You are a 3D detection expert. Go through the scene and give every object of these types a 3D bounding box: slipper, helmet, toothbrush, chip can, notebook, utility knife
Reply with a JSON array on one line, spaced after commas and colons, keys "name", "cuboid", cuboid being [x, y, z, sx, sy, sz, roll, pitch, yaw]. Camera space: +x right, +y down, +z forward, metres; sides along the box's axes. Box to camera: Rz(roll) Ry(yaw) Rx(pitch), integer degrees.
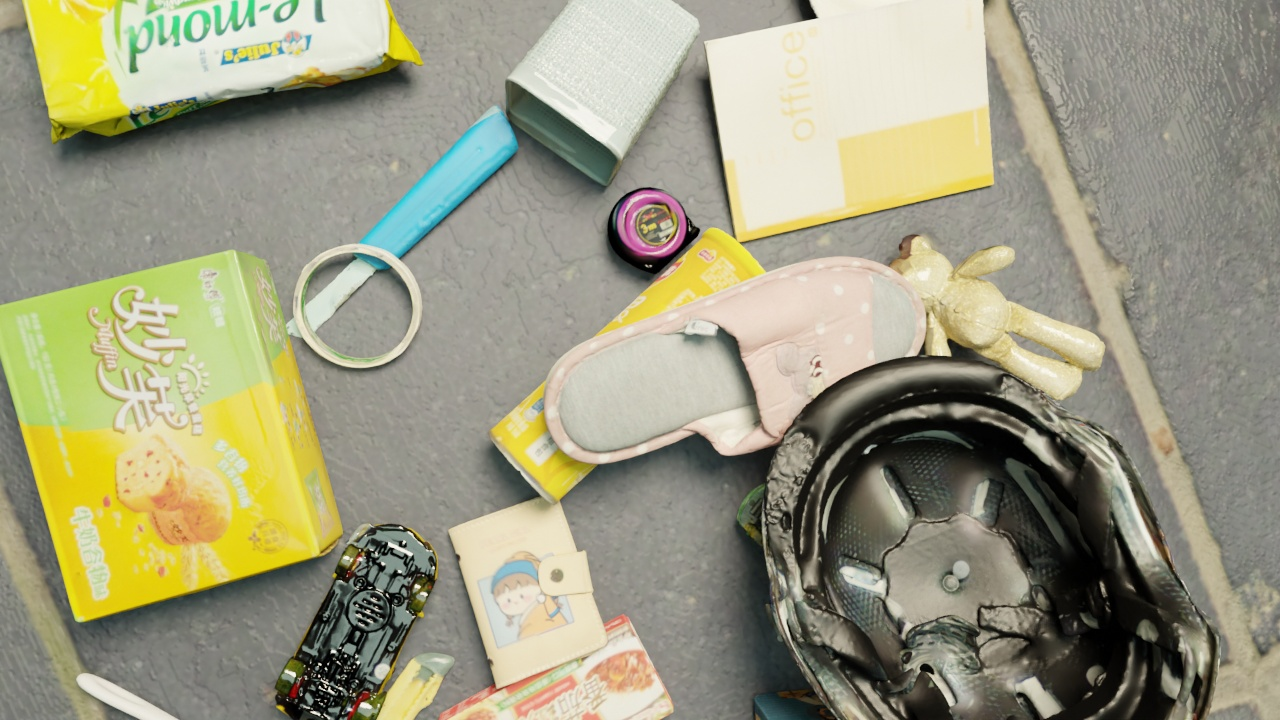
[{"name": "slipper", "cuboid": [0.071, 0.004, 0.594, 0.274, 0.054, 0.114, -14, 111, -15]}, {"name": "helmet", "cuboid": [0.205, 0.143, 0.582, 0.230, 0.157, 0.274, -32, 65, 4]}, {"name": "toothbrush", "cuboid": [-0.307, 0.264, 0.632, 0.180, 0.016, 0.016, 32, 92, -6]}, {"name": "chip can", "cuboid": [-0.004, 0.004, 0.636, 0.213, 0.072, 0.072, -43, 94, -5]}, {"name": "notebook", "cuboid": [0.156, -0.178, 0.666, 0.206, 0.010, 0.146, -13, 108, -6]}, {"name": "utility knife", "cuboid": [-0.169, -0.093, 0.645, 0.218, 0.018, 0.034, -44, 98, 0]}, {"name": "utility knife", "cuboid": [-0.201, 0.296, 0.646, 0.031, 0.022, 0.216, 33, 91, 1]}]

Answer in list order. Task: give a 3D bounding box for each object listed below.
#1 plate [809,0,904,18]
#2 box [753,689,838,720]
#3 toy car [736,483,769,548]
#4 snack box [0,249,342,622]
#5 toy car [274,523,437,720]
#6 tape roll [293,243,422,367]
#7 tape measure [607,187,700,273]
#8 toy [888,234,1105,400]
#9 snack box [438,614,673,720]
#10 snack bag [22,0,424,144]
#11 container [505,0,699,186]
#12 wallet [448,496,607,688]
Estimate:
[{"name": "plate", "cuboid": [0.180, -0.323, 0.675, 0.163, 0.034, 0.164, -20, 93, -6]}, {"name": "box", "cuboid": [0.175, 0.269, 0.647, 0.184, 0.090, 0.062, -4, 90, -9]}, {"name": "toy car", "cuboid": [0.111, 0.127, 0.665, 0.091, 0.036, 0.043, 40, 83, -7]}, {"name": "snack box", "cuboid": [-0.306, 0.047, 0.604, 0.157, 0.070, 0.210, -15, 92, -5]}, {"name": "toy car", "cuboid": [-0.191, 0.184, 0.630, 0.071, 0.041, 0.156, 25, 89, -6]}, {"name": "tape roll", "cuboid": [-0.195, -0.038, 0.636, 0.086, 0.014, 0.086, -1, 102, -4]}, {"name": "tape measure", "cuboid": [0.005, -0.094, 0.654, 0.057, 0.039, 0.058, -46, 99, -5]}, {"name": "toy", "cuboid": [0.244, -0.030, 0.646, 0.157, 0.066, 0.105, 34, 120, 22]}, {"name": "snack box", "cuboid": [-0.060, 0.251, 0.653, 0.153, 0.025, 0.075, -27, 92, -6]}, {"name": "snack bag", "cuboid": [-0.283, -0.245, 0.609, 0.246, 0.068, 0.158, -14, 91, -6]}, {"name": "container", "cuboid": [-0.024, -0.197, 0.628, 0.090, 0.090, 0.111, 34, 83, -5]}, {"name": "wallet", "cuboid": [-0.077, 0.159, 0.644, 0.087, 0.024, 0.115, -19, 77, -4]}]
